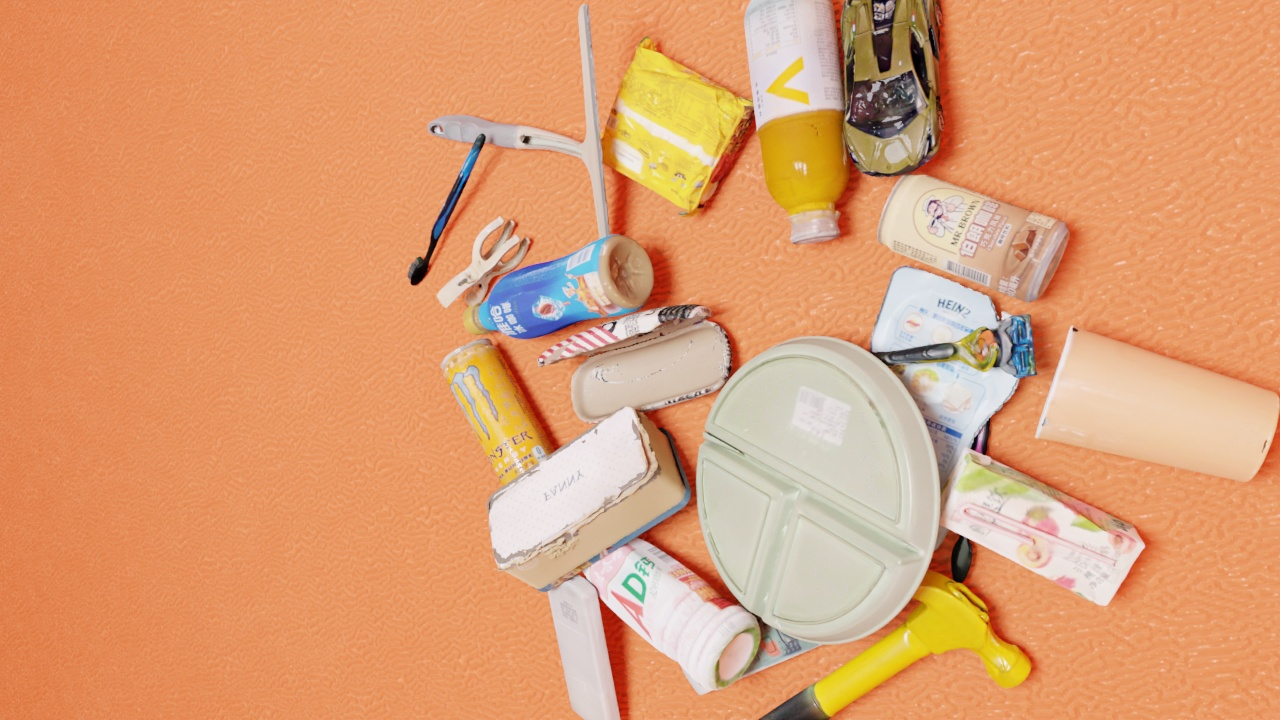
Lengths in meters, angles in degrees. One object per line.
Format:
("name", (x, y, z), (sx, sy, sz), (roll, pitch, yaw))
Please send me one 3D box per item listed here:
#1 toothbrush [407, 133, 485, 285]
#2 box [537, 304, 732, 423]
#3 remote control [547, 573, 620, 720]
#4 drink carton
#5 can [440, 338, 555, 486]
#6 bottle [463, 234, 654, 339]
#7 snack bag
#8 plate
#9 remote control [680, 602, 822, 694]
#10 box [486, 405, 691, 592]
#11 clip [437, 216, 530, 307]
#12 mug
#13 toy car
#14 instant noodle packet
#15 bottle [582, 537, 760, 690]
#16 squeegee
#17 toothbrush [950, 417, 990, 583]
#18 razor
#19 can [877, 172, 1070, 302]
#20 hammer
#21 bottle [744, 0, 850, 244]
("toothbrush", (-0.190, -0.144, 0.888), (0.190, 0.014, 0.016), (-55, 54, 34))
("box", (-0.004, 0.005, 0.774), (0.163, 0.075, 0.086), (-19, 91, 28))
("remote control", (-0.050, 0.257, 0.815), (0.058, 0.021, 0.150), (12, 117, 48))
("drink carton", (0.265, 0.111, 0.619), (0.122, 0.045, 0.054), (26, 106, 8))
("can", (-0.130, 0.054, 0.857), (0.058, 0.058, 0.146), (-38, 74, 26))
("bottle", (-0.084, -0.054, 0.811), (0.219, 0.065, 0.065), (-13, 86, 44))
("snack bag", (0.204, 0.036, 0.673), (0.110, 0.038, 0.191), (30, 106, 39))
("plate", (0.118, 0.095, 0.685), (0.231, 0.027, 0.230), (-5, 83, 51))
("remote control", (0.089, 0.230, 0.762), (0.135, 0.019, 0.056), (-33, 77, 27))
("box", (-0.043, 0.114, 0.777), (0.184, 0.062, 0.089), (-31, 44, 16))
("clip", (-0.147, -0.088, 0.872), (0.034, 0.072, 0.100), (47, 108, 18))
("mug", (0.327, 0.030, 0.585), (0.123, 0.078, 0.078), (17, 101, 23))
("toy car", (0.180, -0.207, 0.659), (0.070, 0.042, 0.158), (-8, 73, 30))
("instant noodle packet", (0.024, -0.193, 0.764), (0.128, 0.044, 0.111), (38, 112, 25))
("bottle", (0.008, 0.194, 0.771), (0.197, 0.068, 0.068), (28, 106, 39))
("squeegee", (-0.108, -0.200, 0.837), (0.247, 0.039, 0.247), (20, 128, 39))
("toothbrush", (0.246, 0.069, 0.669), (0.014, 0.017, 0.189), (9, 94, 29))
("razor", (0.200, -0.004, 0.645), (0.143, 0.022, 0.042), (-7, 79, 35))
("can", (0.230, -0.087, 0.640), (0.116, 0.058, 0.058), (27, 106, 27))
("hammer", (0.142, 0.264, 0.715), (0.129, 0.032, 0.302), (45, 117, 3))
("bottle", (0.121, -0.184, 0.693), (0.068, 0.067, 0.189), (-7, 89, 30))
